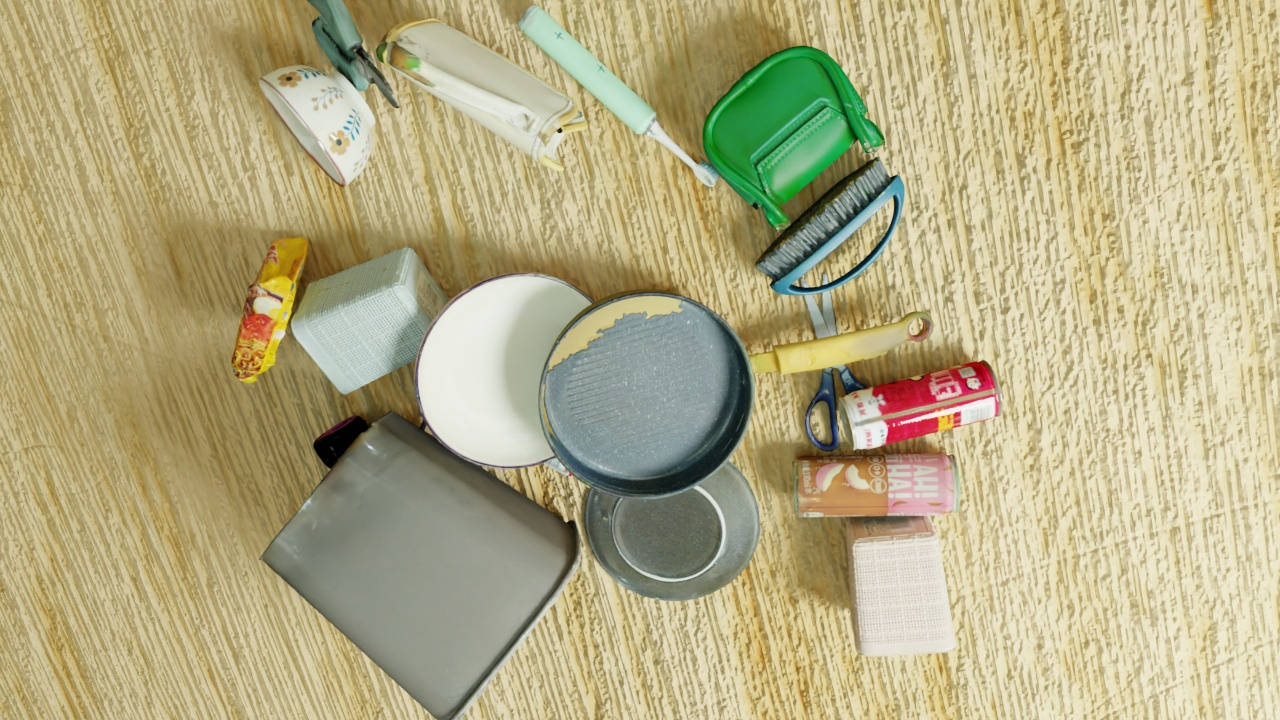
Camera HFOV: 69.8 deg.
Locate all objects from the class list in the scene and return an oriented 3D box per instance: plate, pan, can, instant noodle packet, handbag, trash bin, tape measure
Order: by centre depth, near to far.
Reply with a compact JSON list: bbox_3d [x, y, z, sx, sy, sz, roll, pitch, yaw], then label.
[{"bbox_3d":[-0.132,-0.224,0.754,0.163,0.178,0.063,31,102,1],"label":"handbag"},{"bbox_3d":[0.125,-0.190,0.774,0.131,0.068,0.120,-41,89,15],"label":"handbag"},{"bbox_3d":[0.248,0.041,0.821,0.133,0.053,0.053,-14,103,4],"label":"can"},{"bbox_3d":[0.083,0.012,0.830,0.357,0.078,0.198,-18,108,-3],"label":"pan"},{"bbox_3d":[-0.199,0.177,0.842,0.220,0.199,0.198,38,89,-7],"label":"trash bin"},{"bbox_3d":[0.217,0.116,0.854,0.147,0.057,0.058,-3,105,10],"label":"can"},{"bbox_3d":[-0.116,0.008,0.858,0.192,0.039,0.193,-7,112,-19],"label":"plate"},{"bbox_3d":[-0.349,-0.054,0.865,0.044,0.128,0.111,21,113,-23],"label":"instant noodle packet"},{"bbox_3d":[0.029,0.164,0.915,0.179,0.024,0.179,2,106,9],"label":"plate"},{"bbox_3d":[-0.298,0.084,0.927,0.057,0.058,0.039,-37,104,-26],"label":"tape measure"}]

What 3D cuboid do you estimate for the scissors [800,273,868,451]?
[{"bbox_3d":[0.190,0.003,0.852,0.132,0.012,0.173,16,106,6],"label":"scissors"}]

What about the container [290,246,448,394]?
[{"bbox_3d":[-0.247,-0.041,0.860,0.111,0.089,0.090,-21,124,11],"label":"container"}]

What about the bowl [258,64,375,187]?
[{"bbox_3d":[-0.280,-0.219,0.824,0.062,0.113,0.113,-42,96,-14],"label":"bowl"}]

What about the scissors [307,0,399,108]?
[{"bbox_3d":[-0.247,-0.273,0.768,0.019,0.180,0.143,-30,139,-18],"label":"scissors"}]

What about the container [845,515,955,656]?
[{"bbox_3d":[0.239,0.203,0.860,0.090,0.090,0.111,-7,101,11],"label":"container"}]

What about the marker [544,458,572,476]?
[{"bbox_3d":[-0.131,0.077,0.920,0.145,0.017,0.017,28,108,1],"label":"marker"}]

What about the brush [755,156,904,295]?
[{"bbox_3d":[0.172,-0.107,0.800,0.144,0.055,0.073,-41,94,16],"label":"brush"}]

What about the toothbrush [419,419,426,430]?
[{"bbox_3d":[-0.226,0.088,0.939,0.018,0.015,0.181,23,107,-7],"label":"toothbrush"}]

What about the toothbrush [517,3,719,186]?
[{"bbox_3d":[-0.017,-0.231,0.812,0.224,0.027,0.027,41,145,-3],"label":"toothbrush"}]
